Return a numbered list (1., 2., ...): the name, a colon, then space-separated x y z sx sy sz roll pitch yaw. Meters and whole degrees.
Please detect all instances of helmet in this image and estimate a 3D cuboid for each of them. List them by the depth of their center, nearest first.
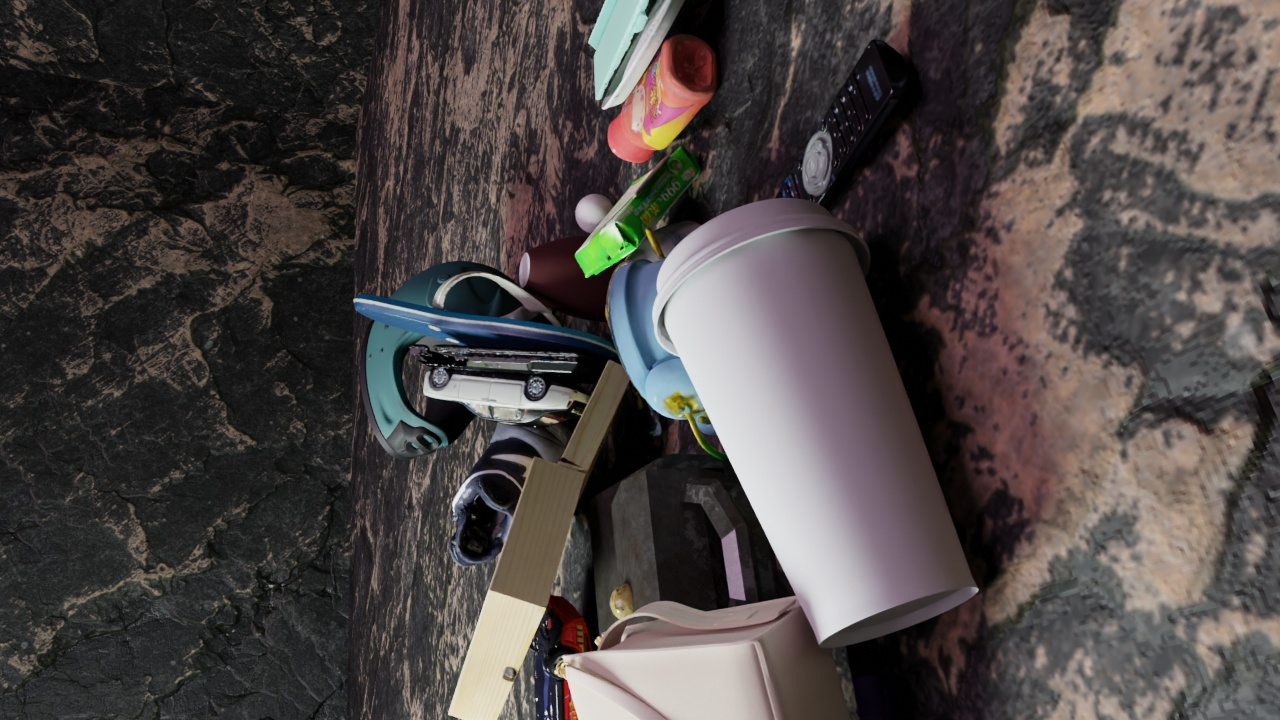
1. helmet: -0.210 -0.004 1.091 0.200 0.176 0.274 -26 43 15

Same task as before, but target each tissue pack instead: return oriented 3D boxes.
1. tissue pack: -0.003 -0.127 0.780 0.113 0.034 0.100 -51 12 -23

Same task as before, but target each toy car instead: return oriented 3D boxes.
1. toy car: -0.127 0.027 0.889 0.192 0.094 0.071 4 80 22
2. toy car: -0.078 0.331 0.901 0.082 0.056 0.189 -164 74 -67

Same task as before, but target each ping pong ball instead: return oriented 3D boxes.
1. ping pong ball: -0.046 -0.149 0.930 0.040 0.040 0.040 -176 90 -66

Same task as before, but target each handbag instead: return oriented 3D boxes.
1. handbag: 0.020 0.236 0.517 0.198 0.101 0.194 -18 85 33
2. handbag: 0.030 0.164 0.628 0.200 0.102 0.197 133 136 -55

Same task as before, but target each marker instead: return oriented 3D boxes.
1. marker: 0.126 0.164 0.520 0.018 0.015 0.133 -22 63 33

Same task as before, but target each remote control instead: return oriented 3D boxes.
1. remote control: 0.123 -0.131 0.575 0.141 0.021 0.045 121 147 -53

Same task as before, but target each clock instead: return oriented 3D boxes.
1. clock: 0.033 -0.006 0.642 0.060 0.118 0.162 -21 70 25

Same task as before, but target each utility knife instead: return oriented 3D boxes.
1. utility knife: -0.005 0.005 0.840 0.029 0.020 0.172 114 148 -41

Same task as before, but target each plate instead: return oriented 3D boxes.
1. plate: 0.011 -0.285 0.793 0.157 0.014 0.156 -57 13 21

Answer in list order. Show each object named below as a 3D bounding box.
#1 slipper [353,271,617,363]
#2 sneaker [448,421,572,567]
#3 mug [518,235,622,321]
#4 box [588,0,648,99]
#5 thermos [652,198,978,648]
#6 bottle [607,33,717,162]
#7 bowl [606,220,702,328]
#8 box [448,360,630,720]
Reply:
1. slipper: -0.154 -0.045 0.935 0.118 0.295 0.060 53 -130 -66
2. sneaker: -0.157 0.167 0.970 0.150 0.097 0.253 -56 -3 -42
3. mug: -0.079 -0.093 0.935 0.114 0.088 0.087 -119 40 -51
4. box: 0.001 -0.338 0.809 0.187 0.052 0.138 -55 9 48
5. thermos: 0.094 0.033 0.498 0.132 0.131 0.221 -55 46 49
6. bottle: 0.016 -0.220 0.794 0.134 0.048 0.071 145 129 -61
7. bowl: 0.009 -0.047 0.769 0.151 0.056 0.150 -176 90 -66
8. box: -0.087 0.163 0.813 0.252 0.068 0.248 -62 -3 -44
